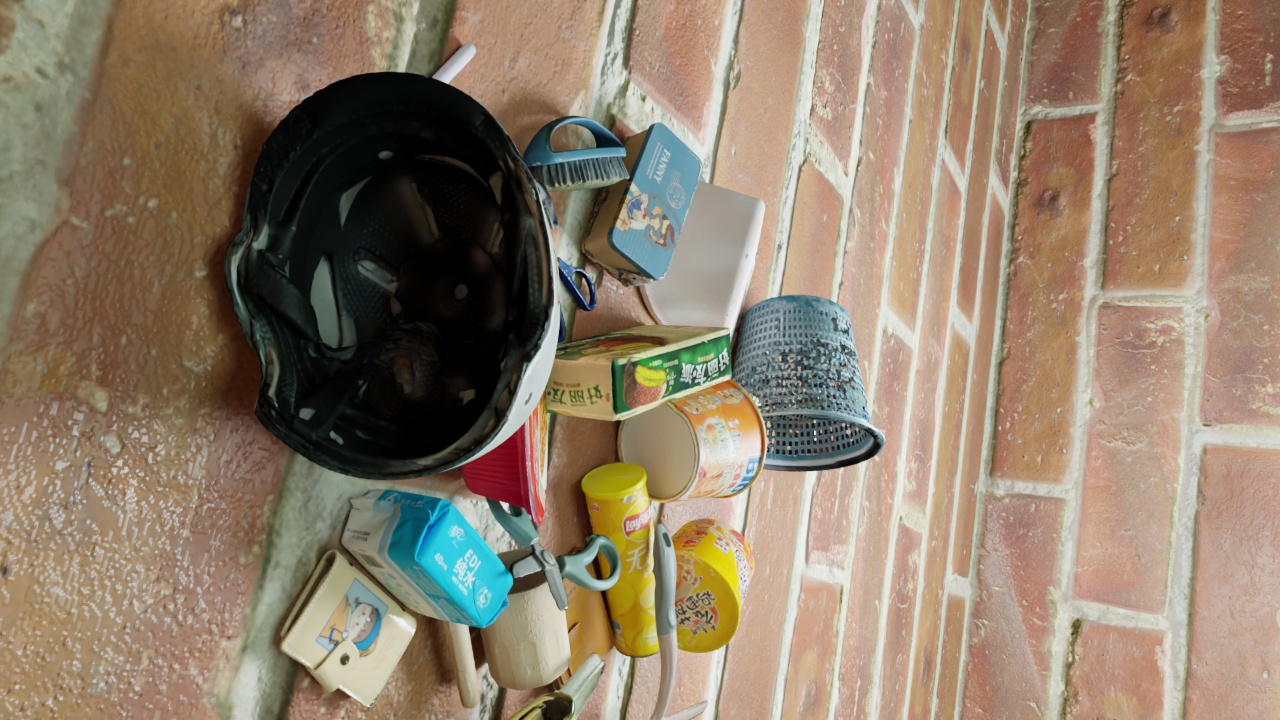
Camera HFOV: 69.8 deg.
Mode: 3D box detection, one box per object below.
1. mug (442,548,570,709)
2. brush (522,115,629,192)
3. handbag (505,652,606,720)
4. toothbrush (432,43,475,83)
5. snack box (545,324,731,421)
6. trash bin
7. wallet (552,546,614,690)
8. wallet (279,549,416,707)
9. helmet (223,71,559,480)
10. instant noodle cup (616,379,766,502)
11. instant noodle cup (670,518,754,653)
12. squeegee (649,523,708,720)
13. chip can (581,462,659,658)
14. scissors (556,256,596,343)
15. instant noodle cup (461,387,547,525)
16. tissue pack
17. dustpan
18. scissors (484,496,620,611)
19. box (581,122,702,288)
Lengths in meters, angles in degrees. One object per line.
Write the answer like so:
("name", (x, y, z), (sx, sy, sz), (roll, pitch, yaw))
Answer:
("mug", (-0.124, 0.248, 0.848), (0.124, 0.084, 0.103), (-25, 115, -45))
("brush", (-0.065, -0.208, 0.922), (0.143, 0.055, 0.073), (-24, 110, -54))
("handbag", (-0.093, 0.359, 0.864), (0.178, 0.063, 0.164), (-52, 162, -33))
("toothbrush", (-0.186, -0.211, 0.769), (0.021, 0.029, 0.188), (34, 56, -10))
("snack box", (-0.006, 0.006, 0.976), (0.239, 0.115, 0.063), (-17, 108, -56))
("trash bin", (0.210, 0.027, 1.249), (0.226, 0.227, 0.194), (39, 48, -51))
("wallet", (-0.076, 0.285, 0.972), (0.118, 0.035, 0.131), (-48, 131, -53))
("wallet", (-0.233, 0.217, 0.730), (0.115, 0.024, 0.087), (61, 40, -41))
("helmet", (-0.158, -0.049, 0.664), (0.157, 0.230, 0.274), (48, 30, -76))
("instant noodle cup", (0.052, 0.094, 1.054), (0.111, 0.152, 0.151), (-7, 98, -48))
("instant noodle cup", (0.071, 0.263, 1.108), (0.109, 0.138, 0.138), (-42, 126, -57))
("squeegee", (0.022, 0.302, 0.989), (0.247, 0.040, 0.249), (0, 94, -53))
("chip can", (-0.013, 0.223, 1.024), (0.071, 0.072, 0.213), (-36, 123, -50))
("scissors", (-0.088, -0.100, 0.935), (0.156, 0.012, 0.165), (1, 90, -55))
("instant noodle cup", (-0.118, 0.048, 0.798), (0.194, 0.066, 0.194), (172, -85, -88))
("tissue pack", (-0.172, 0.161, 0.755), (0.063, 0.090, 0.140), (-62, 140, -34))
("dustpan", (0.071, -0.119, 1.184), (0.274, 0.139, 0.222), (89, 17, -65))
("scissors", (-0.077, 0.167, 0.858), (0.019, 0.170, 0.179), (-46, 138, 16))
("box", (0.006, -0.175, 1.013), (0.089, 0.059, 0.184), (33, 65, -35))
